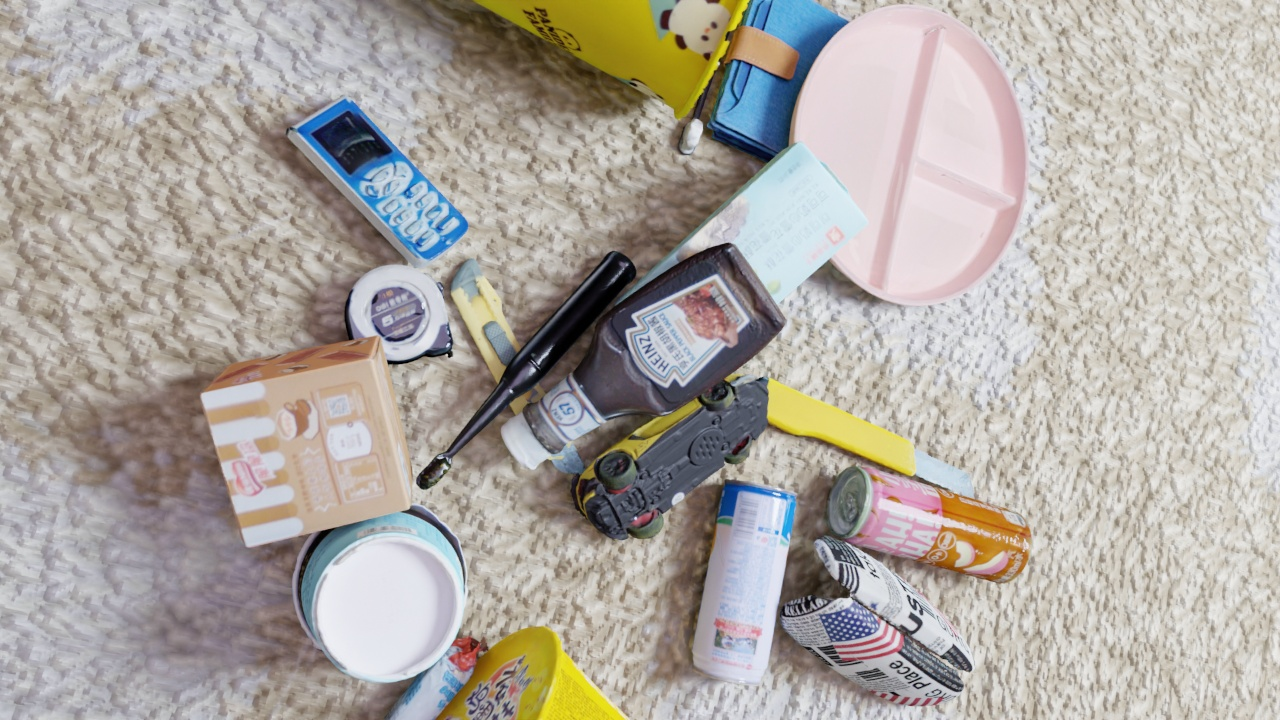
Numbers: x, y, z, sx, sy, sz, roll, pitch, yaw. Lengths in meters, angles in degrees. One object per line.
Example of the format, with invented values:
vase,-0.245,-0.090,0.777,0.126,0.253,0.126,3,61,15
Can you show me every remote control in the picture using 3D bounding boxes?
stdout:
remote control,-0.173,-0.117,0.608,0.125,0.024,0.048,47,56,-5

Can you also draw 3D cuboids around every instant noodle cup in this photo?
instant noodle cup,-0.060,0.249,0.555,0.110,0.138,0.137,44,73,-17
instant noodle cup,-0.150,0.139,0.539,0.111,0.121,0.111,2,84,-17

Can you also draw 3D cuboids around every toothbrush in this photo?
toothbrush,0.060,-0.241,0.704,0.015,0.018,0.181,19,77,-11
toothbrush,-0.074,0.005,0.612,0.026,0.027,0.212,49,64,-20

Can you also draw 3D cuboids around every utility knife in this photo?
utility knife,-0.086,0.008,0.633,0.031,0.018,0.167,-29,97,-12
utility knife,0.169,0.062,0.701,0.209,0.015,0.033,24,76,-11

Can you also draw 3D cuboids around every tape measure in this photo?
tape measure,-0.160,-0.029,0.602,0.065,0.034,0.066,-11,89,-20

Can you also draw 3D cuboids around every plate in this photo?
plate,0.210,-0.157,0.715,0.229,0.028,0.229,-1,93,-24

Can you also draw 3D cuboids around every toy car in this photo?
toy car,0.025,0.064,0.635,0.155,0.041,0.071,-35,132,-13

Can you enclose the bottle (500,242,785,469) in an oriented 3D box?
bottle,-0.004,0.003,0.599,0.195,0.044,0.080,-34,95,6

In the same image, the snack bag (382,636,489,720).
snack bag,-0.135,0.213,0.575,0.026,0.045,0.105,45,73,-10

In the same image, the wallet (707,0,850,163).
wallet,0.114,-0.217,0.707,0.106,0.040,0.133,22,77,-18

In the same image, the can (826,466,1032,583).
can,0.217,0.124,0.688,0.147,0.058,0.058,17,79,-15

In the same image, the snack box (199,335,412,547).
snack box,-0.192,0.044,0.543,0.094,0.077,0.093,-12,105,-10

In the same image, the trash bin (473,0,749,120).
trash bin,-0.043,-0.310,0.579,0.255,0.230,0.229,21,78,-8

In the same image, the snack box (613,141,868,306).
snack box,0.067,-0.067,0.639,0.175,0.051,0.074,-42,96,4

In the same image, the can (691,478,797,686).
can,0.072,0.154,0.642,0.053,0.053,0.134,15,80,-15

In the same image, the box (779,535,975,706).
box,0.167,0.199,0.657,0.162,0.076,0.088,39,97,-26
